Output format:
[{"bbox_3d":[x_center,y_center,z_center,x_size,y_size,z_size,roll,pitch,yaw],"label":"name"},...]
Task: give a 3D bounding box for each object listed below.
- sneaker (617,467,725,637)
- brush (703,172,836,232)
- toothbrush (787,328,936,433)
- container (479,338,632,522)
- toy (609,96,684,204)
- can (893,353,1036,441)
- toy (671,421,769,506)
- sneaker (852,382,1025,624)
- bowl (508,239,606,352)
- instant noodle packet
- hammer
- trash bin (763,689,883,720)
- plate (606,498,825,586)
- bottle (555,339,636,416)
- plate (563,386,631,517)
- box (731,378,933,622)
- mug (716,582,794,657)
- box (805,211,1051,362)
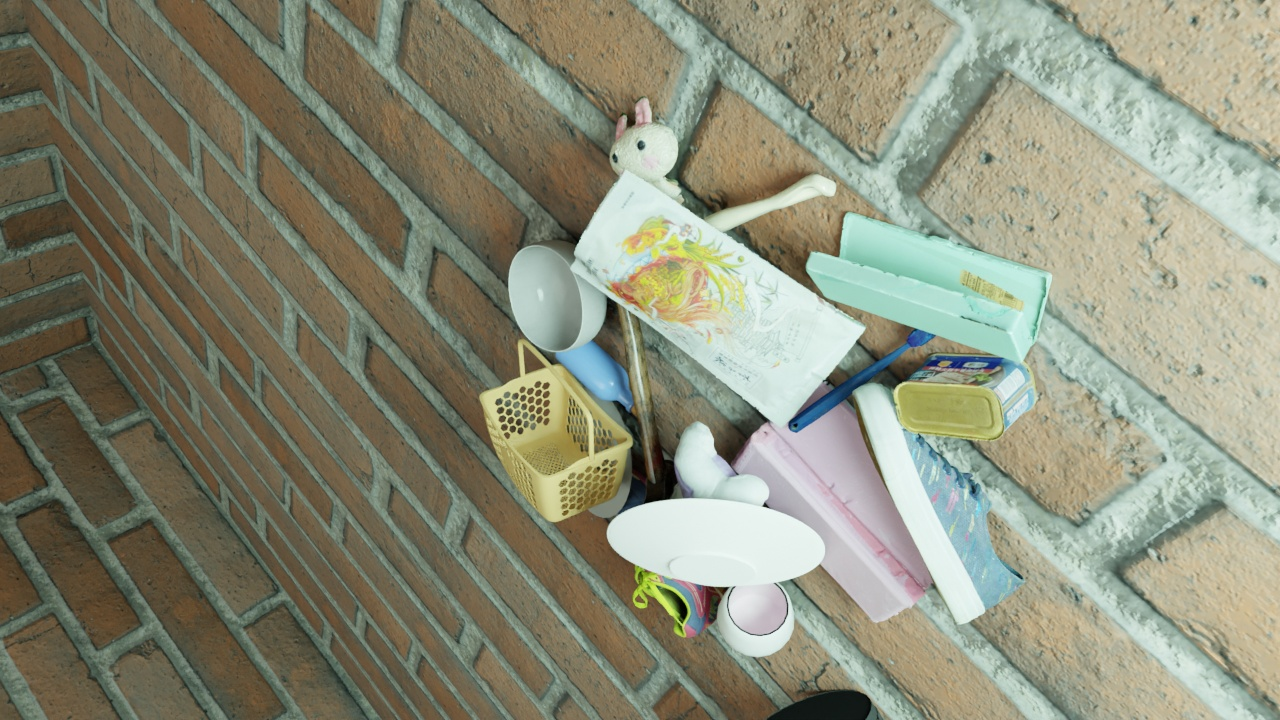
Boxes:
[{"bbox_3d":[0.014,0.243,1.176,0.242,0.090,0.117,53,144,9],"label":"sneaker"},{"bbox_3d":[0.072,-0.136,0.891,0.273,0.062,0.077,-8,85,46],"label":"brush"},{"bbox_3d":[0.201,0.020,0.855,0.191,0.017,0.016,-44,74,43],"label":"toothbrush"},{"bbox_3d":[-0.108,0.078,1.112,0.183,0.129,0.167,45,144,43],"label":"container"},{"bbox_3d":[0.006,-0.206,0.925,0.087,0.050,0.112,-7,104,50],"label":"toy"},{"bbox_3d":[0.272,0.030,0.774,0.100,0.058,0.054,2,116,47],"label":"can"},{"bbox_3d":[0.087,0.164,1.009,0.137,0.085,0.209,43,163,26],"label":"toy"},{"bbox_3d":[0.269,0.120,0.834,0.079,0.087,0.235,-26,91,9],"label":"sneaker"},{"bbox_3d":[-0.091,-0.080,1.092,0.132,0.064,0.132,18,118,38],"label":"bowl"},{"bbox_3d":[0.064,-0.056,0.882,0.269,0.057,0.147,36,129,4],"label":"instant noodle packet"},{"bbox_3d":[-0.006,0.006,1.035,0.033,0.119,0.330,-8,101,14],"label":"hammer"},{"bbox_3d":[0.236,0.527,1.038,0.218,0.216,0.243,-27,87,52],"label":"trash bin"},{"bbox_3d":[0.077,0.207,0.963,0.229,0.030,0.230,5,147,3],"label":"plate"},{"bbox_3d":[-0.045,0.020,1.127,0.131,0.047,0.048,42,139,21],"label":"bottle"},{"bbox_3d":[-0.067,0.121,1.197,0.173,0.019,0.173,15,108,54],"label":"plate"},{"bbox_3d":[0.205,0.148,0.935,0.233,0.055,0.181,47,140,15],"label":"box"},{"bbox_3d":[0.128,0.289,1.088,0.124,0.090,0.076,58,165,31],"label":"mug"},{"bbox_3d":[0.243,-0.070,0.767,0.189,0.079,0.077,24,171,37],"label":"box"}]
